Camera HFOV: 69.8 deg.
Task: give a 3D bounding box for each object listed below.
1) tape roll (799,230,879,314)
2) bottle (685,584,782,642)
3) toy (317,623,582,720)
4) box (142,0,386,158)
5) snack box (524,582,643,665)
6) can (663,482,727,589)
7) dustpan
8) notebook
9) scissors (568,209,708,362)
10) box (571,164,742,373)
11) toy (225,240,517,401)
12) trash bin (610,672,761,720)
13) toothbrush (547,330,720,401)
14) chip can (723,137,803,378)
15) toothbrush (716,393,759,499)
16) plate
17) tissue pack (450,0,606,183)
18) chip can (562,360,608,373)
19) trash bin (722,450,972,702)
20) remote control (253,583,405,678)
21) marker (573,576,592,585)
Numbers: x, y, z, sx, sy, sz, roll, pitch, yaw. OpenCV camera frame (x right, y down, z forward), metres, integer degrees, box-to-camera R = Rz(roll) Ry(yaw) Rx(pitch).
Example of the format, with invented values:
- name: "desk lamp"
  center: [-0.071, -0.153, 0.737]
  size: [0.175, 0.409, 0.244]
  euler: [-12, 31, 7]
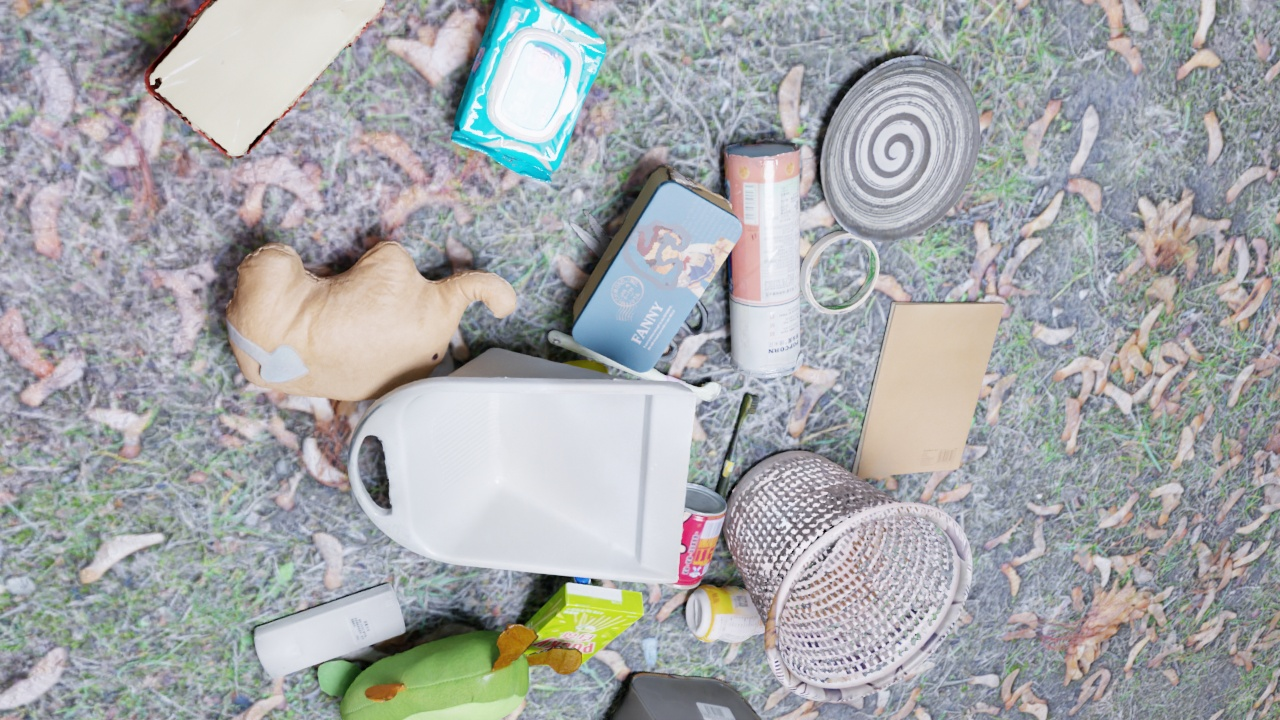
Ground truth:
- name: "tape roll"
  center: [0.202, -0.089, 0.931]
  size: [0.085, 0.014, 0.086]
  euler: [-8, 116, -17]
- name: "bottle"
  center: [0.107, 0.286, 1.033]
  size: [0.108, 0.063, 0.063]
  euler: [9, 109, -24]
- name: "toy"
  center: [-0.186, 0.313, 0.889]
  size: [0.247, 0.090, 0.227]
  euler: [-20, 155, 14]
- name: "box"
  center: [-0.261, -0.228, 0.651]
  size: [0.168, 0.080, 0.091]
  euler: [-45, 120, 3]
- name: "snack box"
  center: [-0.070, 0.274, 0.938]
  size: [0.085, 0.026, 0.157]
  euler: [15, 138, -25]
- name: "can"
  center: [0.047, 0.184, 0.962]
  size: [0.066, 0.066, 0.094]
  euler: [6, 110, -24]
- name: "dustpan"
  center: [-0.107, 0.105, 0.783]
  size: [0.142, 0.258, 0.223]
  euler: [-42, 144, -47]
- name: "notebook"
  center: [0.325, 0.035, 1.035]
  size: [0.149, 0.012, 0.212]
  euler: [-2, 113, -21]
- name: "scissors"
  center: [0.003, -0.076, 0.863]
  size: [0.146, 0.014, 0.172]
  euler: [-9, 113, -16]
- name: "box"
  center: [0.008, -0.075, 0.816]
  size: [0.089, 0.061, 0.184]
  euler: [24, 110, -17]
- name: "toy"
  center: [-0.218, -0.030, 0.757]
  size: [0.225, 0.082, 0.144]
  euler: [-4, 128, -22]
- name: "trash bin"
  center: [0.040, 0.493, 1.035]
  size: [0.198, 0.199, 0.220]
  euler: [16, 99, -28]
- name: "toothbrush"
  center: [-0.005, 0.005, 0.891]
  size: [0.189, 0.020, 0.029]
  euler: [20, 137, -26]
- name: "chip can"
  center: [0.116, -0.094, 0.862]
  size: [0.071, 0.071, 0.215]
  euler: [-12, 117, -16]
- name: "toothbrush"
  center: [0.095, 0.121, 0.985]
  size: [0.017, 0.012, 0.186]
  euler: [1, 112, -33]
- name: "plate"
  center: [0.249, -0.204, 0.893]
  size: [0.179, 0.024, 0.180]
  euler: [-9, 117, -17]
- name: "tissue pack"
  center: [-0.090, -0.219, 0.738]
  size: [0.093, 0.050, 0.134]
  euler: [16, 106, -27]
- name: "chip can"
  center: [-0.048, 0.107, 0.889]
  size: [0.071, 0.071, 0.210]
  euler: [-17, 118, -13]
- name: "trash bin"
  center: [0.190, 0.201, 0.951]
  size: [0.227, 0.192, 0.228]
  euler: [-8, 115, -18]
- name: "remote control"
  center: [-0.301, 0.262, 0.890]
  size: [0.135, 0.019, 0.056]
  euler: [-17, 118, -13]
- name: "marker"
  center: [-0.051, 0.252, 0.950]
  size: [0.017, 0.017, 0.146]
  euler: [-23, 144, -10]
